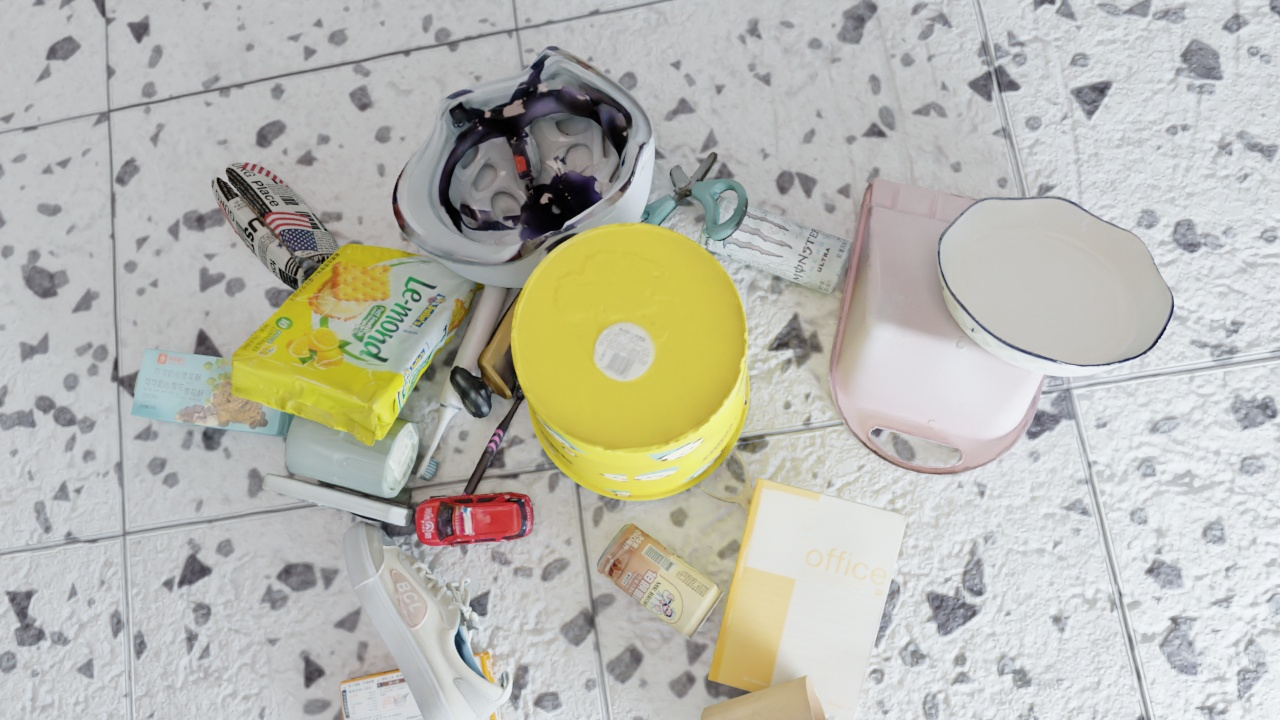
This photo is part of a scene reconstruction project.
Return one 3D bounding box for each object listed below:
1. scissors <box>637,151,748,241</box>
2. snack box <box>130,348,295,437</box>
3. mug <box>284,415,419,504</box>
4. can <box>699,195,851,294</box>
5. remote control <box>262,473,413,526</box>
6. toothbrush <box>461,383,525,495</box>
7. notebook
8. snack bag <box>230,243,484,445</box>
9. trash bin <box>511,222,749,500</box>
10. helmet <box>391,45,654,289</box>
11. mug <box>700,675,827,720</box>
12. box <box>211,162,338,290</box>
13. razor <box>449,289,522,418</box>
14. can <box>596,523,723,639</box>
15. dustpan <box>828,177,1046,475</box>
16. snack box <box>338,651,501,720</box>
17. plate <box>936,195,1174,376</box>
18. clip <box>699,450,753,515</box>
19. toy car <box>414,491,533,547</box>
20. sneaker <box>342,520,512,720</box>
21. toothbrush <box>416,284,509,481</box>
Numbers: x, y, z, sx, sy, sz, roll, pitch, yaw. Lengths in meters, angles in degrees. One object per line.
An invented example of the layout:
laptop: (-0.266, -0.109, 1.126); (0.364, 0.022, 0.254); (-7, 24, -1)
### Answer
scissors: (0.049, -0.149, 0.919); (0.181, 0.019, 0.170); (17, 63, 51)
snack box: (-0.448, 0.036, 0.982); (0.175, 0.051, 0.074); (6, 81, 8)
mug: (-0.284, 0.098, 0.924); (0.103, 0.124, 0.083); (14, 51, 8)
can: (0.137, -0.119, 0.936); (0.147, 0.058, 0.058); (22, 83, 10)
remote control: (-0.310, 0.144, 0.943); (0.150, 0.058, 0.021); (13, 79, 10)
toothbrush: (-0.157, 0.094, 0.955); (0.014, 0.018, 0.189); (27, 85, 8)
notebook: (0.158, 0.227, 0.872); (0.146, 0.010, 0.206); (14, 95, 7)
snack bag: (-0.275, -0.025, 0.916); (0.158, 0.068, 0.245); (16, 44, 9)
trash bin: (-0.005, 0.005, 0.822); (0.229, 0.255, 0.229); (0, 79, 1)
helmet: (-0.104, -0.168, 0.925); (0.258, 0.146, 0.229); (-39, 62, -5)
mug: (0.125, 0.361, 0.843); (0.104, 0.084, 0.125); (-20, 105, 11)
box: (-0.398, -0.157, 1.012); (0.087, 0.076, 0.163); (-37, 74, -22)
razor: (-0.141, -0.021, 0.952); (0.067, 0.062, 0.167); (28, 74, -7)
can: (0.018, 0.213, 0.891); (0.116, 0.058, 0.058); (35, 85, 11)
dustpan: (0.302, -0.033, 0.927); (0.223, 0.139, 0.272); (17, 54, 11)
snack box: (-0.220, 0.342, 0.913); (0.154, 0.026, 0.075); (-13, 78, 4)
plate: (0.372, -0.067, 0.841); (0.205, 0.046, 0.204); (1, 55, -2)
clip: (0.114, 0.138, 0.906); (0.066, 0.034, 0.099); (-43, 76, -1)
toy car: (-0.170, 0.160, 0.926); (0.120, 0.045, 0.053); (-6, 86, 4)
sneaker: (-0.205, 0.240, 0.885); (0.090, 0.090, 0.242); (-33, 63, -10)
toothbrush: (-0.190, 0.021, 0.967); (0.026, 0.027, 0.221); (24, 82, -25)
